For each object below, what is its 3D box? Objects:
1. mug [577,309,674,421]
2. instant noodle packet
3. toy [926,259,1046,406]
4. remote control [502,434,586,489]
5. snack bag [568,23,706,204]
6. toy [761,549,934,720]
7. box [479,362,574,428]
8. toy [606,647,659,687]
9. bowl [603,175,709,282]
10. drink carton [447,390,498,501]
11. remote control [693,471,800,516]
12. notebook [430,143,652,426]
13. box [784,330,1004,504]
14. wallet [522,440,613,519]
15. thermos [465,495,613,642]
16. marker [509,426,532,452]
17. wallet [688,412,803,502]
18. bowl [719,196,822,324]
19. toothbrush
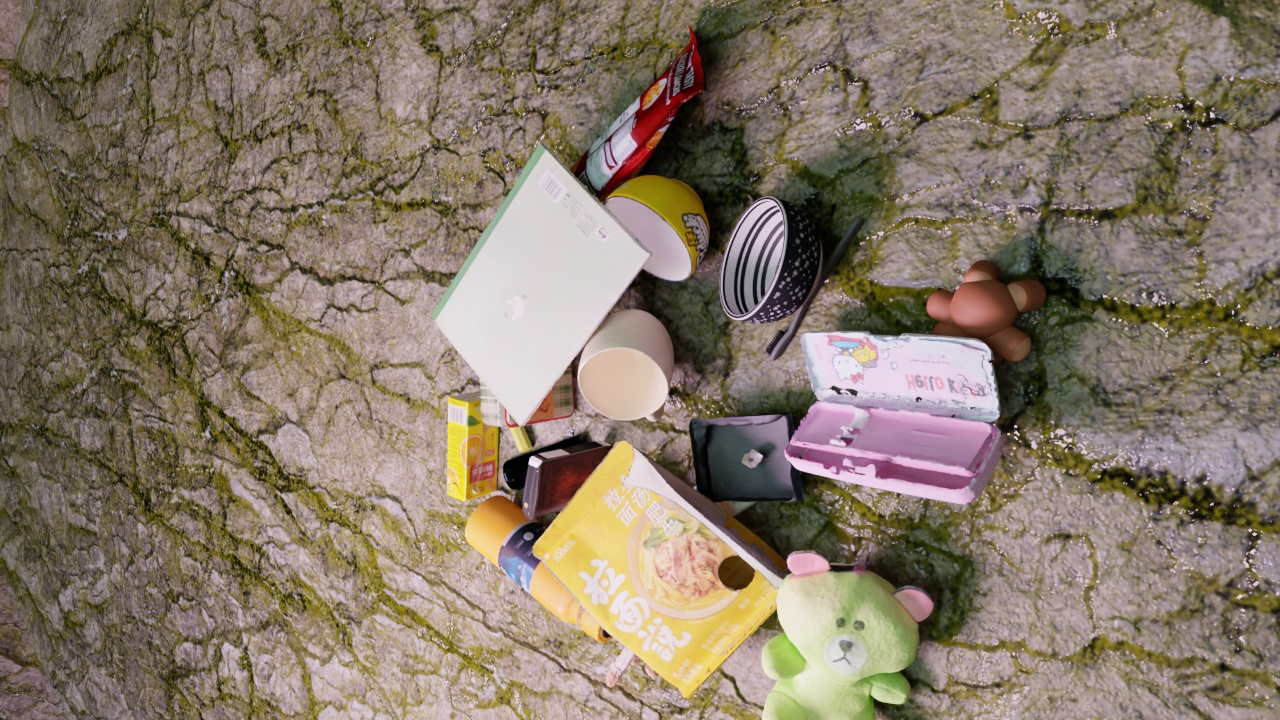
[{"bbox_3d":[-0.006,0.006,0.994,0.096,0.099,0.120,-23,119,23],"label":"mug"},{"bbox_3d":[0.017,0.207,0.930,0.221,0.084,0.163,39,105,1],"label":"instant noodle packet"},{"bbox_3d":[0.285,-0.017,0.784,0.095,0.065,0.128,37,127,34],"label":"toy"},{"bbox_3d":[-0.120,0.129,1.149,0.152,0.020,0.041,-22,82,38],"label":"remote control"},{"bbox_3d":[-0.004,-0.244,0.958,0.208,0.066,0.138,-49,23,36],"label":"snack bag"},{"bbox_3d":[0.187,0.269,0.861,0.150,0.107,0.197,16,102,4],"label":"toy"},{"bbox_3d":[-0.135,-0.027,1.083,0.051,0.117,0.205,4,96,44],"label":"box"},{"bbox_3d":[-0.001,0.309,1.036,0.074,0.085,0.106,5,94,25],"label":"toy"},{"bbox_3d":[0.025,-0.146,0.955,0.117,0.067,0.117,33,157,16],"label":"bowl"},{"bbox_3d":[-0.219,0.112,1.203,0.043,0.058,0.135,13,104,37],"label":"drink carton"},{"bbox_3d":[0.103,0.130,0.964,0.144,0.024,0.049,-41,70,34],"label":"remote control"},{"bbox_3d":[-0.118,-0.079,0.990,0.182,0.010,0.253,47,117,19],"label":"notebook"},{"bbox_3d":[0.223,0.047,0.813,0.202,0.077,0.146,7,84,52],"label":"box"},{"bbox_3d":[-0.081,0.135,1.051,0.019,0.122,0.072,21,108,36],"label":"wallet"},{"bbox_3d":[-0.110,0.256,1.130,0.233,0.091,0.076,29,84,33],"label":"thermos"},{"bbox_3d":[-0.171,0.060,1.182,0.021,0.017,0.123,93,152,-73],"label":"marker"},{"bbox_3d":[0.107,0.099,0.924,0.115,0.026,0.089,-6,91,37],"label":"wallet"},{"bbox_3d":[0.134,-0.090,0.877,0.120,0.066,0.120,-167,91,-69],"label":"bowl"},{"bbox_3d":[0.169,-0.068,0.894,0.013,0.012,0.168,50,123,33],"label":"toothbrush"}]
